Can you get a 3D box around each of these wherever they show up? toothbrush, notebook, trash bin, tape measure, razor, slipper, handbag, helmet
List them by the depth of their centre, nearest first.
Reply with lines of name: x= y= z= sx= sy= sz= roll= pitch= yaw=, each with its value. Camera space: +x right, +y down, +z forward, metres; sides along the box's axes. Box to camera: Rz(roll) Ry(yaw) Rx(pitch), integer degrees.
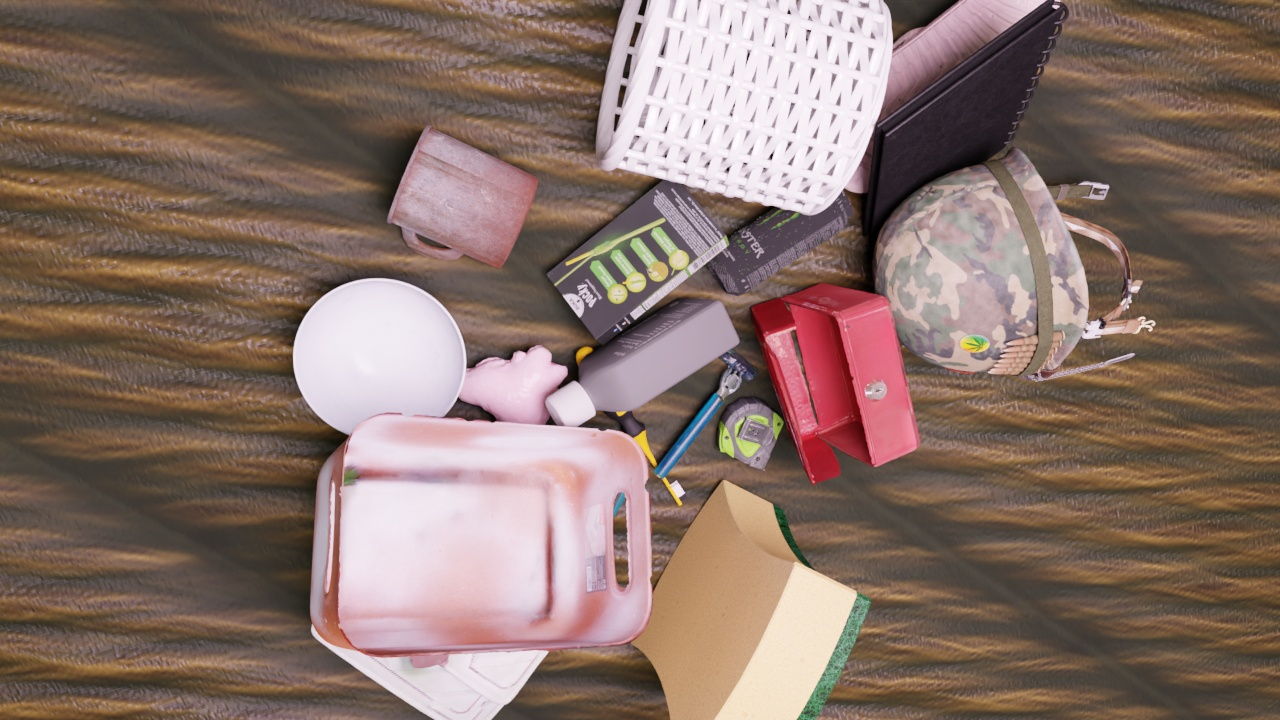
notebook: x=0.266 y=-0.192 z=0.780 sx=0.169 sy=0.231 sz=0.019 roll=-36 pitch=73 yaw=2
trash bin: x=-0.141 y=0.153 z=0.782 sx=0.259 sy=0.158 sz=0.181 roll=6 pitch=73 yaw=-29
helmet: x=0.331 y=-0.081 z=0.822 sx=0.236 sy=0.192 sz=0.224 roll=-20 pitch=136 yaw=13
slipper: x=0.263 y=-0.256 z=0.835 sx=0.240 sy=0.064 sz=0.094 roll=-41 pitch=103 yaw=17
handbag: x=-0.194 y=0.248 z=0.881 sx=0.198 sy=0.096 sz=0.142 roll=39 pitch=95 yaw=-14
razor: x=0.060 y=0.056 z=0.897 sx=0.042 sy=0.022 sz=0.144 roll=37 pitch=88 yaw=-14
toothbrush: x=-0.007 y=0.067 z=0.898 sx=0.031 sy=0.031 sz=0.197 roll=-33 pitch=111 yaw=-4
tape measure: x=0.108 y=0.071 z=0.909 sx=0.058 sy=0.036 sz=0.066 roll=18 pitch=101 yaw=-12

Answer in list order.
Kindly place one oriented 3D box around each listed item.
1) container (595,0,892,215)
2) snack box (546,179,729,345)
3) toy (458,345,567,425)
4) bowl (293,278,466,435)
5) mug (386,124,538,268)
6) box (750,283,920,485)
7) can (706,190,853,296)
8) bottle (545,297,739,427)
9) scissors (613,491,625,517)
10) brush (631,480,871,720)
container: x=0.076 y=-0.229 z=0.749 sx=0.186 sy=0.189 sz=0.189 roll=11 pitch=102 yaw=-12
snack box: x=-0.003 y=-0.092 z=0.837 sx=0.147 sy=0.025 sz=0.080 roll=-38 pitch=73 yaw=3
toy: x=-0.113 y=0.027 z=0.856 sx=0.096 sy=0.052 sz=0.099 roll=-41 pitch=104 yaw=11
bowl: x=-0.228 y=-0.008 z=0.820 sx=0.144 sy=0.074 sz=0.144 roll=-2 pitch=104 yaw=-8
mug: x=-0.159 y=-0.129 z=0.801 sx=0.110 sy=0.096 sz=0.123 roll=26 pitch=135 yaw=-10
box: x=0.180 y=0.013 z=0.859 sx=0.117 sy=0.135 sz=0.157 roll=-20 pitch=107 yaw=1
can: x=0.129 y=-0.114 z=0.856 sx=0.137 sy=0.054 sz=0.054 roll=-33 pitch=106 yaw=1
bottle: x=-0.005 y=0.005 z=0.827 sx=0.173 sy=0.084 sz=0.046 roll=-32 pitch=107 yaw=-18
scissors: x=-0.042 y=0.153 z=0.918 sx=0.150 sy=0.019 sz=0.130 roll=-28 pitch=106 yaw=-1
brush: x=0.088 y=0.241 z=0.838 sx=0.075 sy=0.250 sz=0.195 roll=28 pitch=95 yaw=-14
